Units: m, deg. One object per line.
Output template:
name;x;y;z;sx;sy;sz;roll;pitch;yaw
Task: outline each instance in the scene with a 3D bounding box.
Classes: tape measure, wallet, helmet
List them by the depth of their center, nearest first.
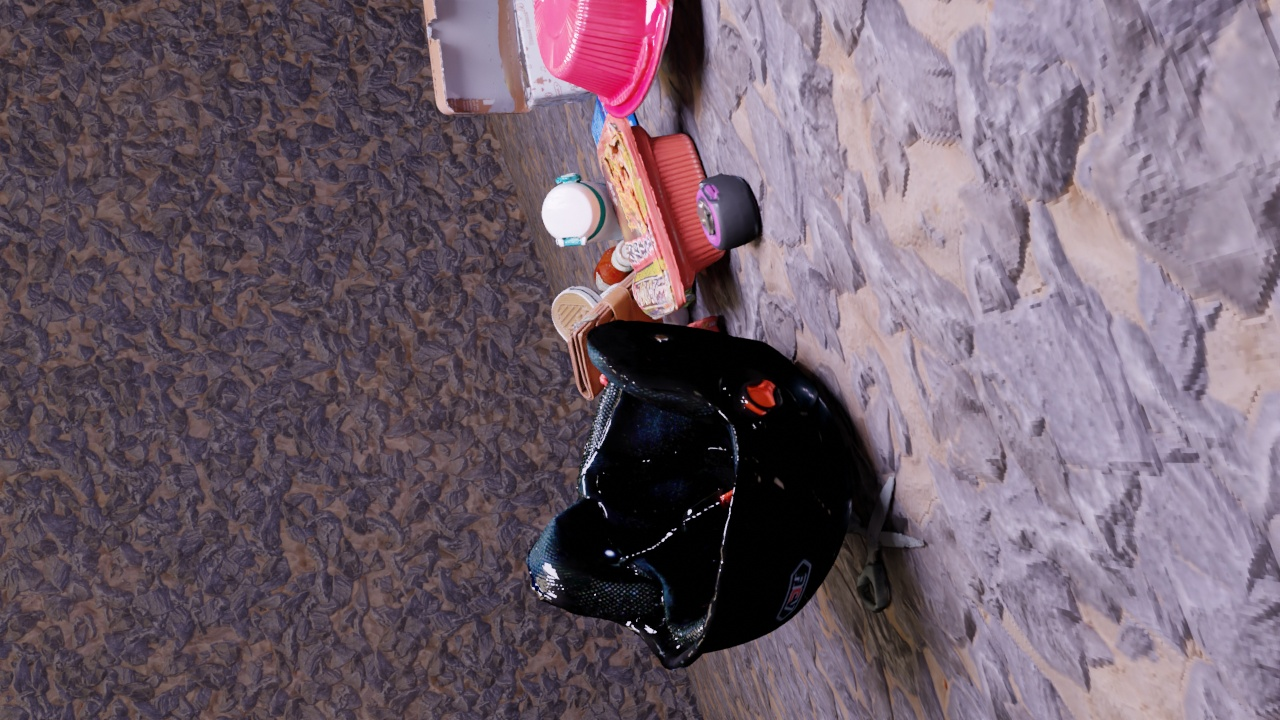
helmet;0.048;0.096;0.695;0.274;0.230;0.234;-121;39;-50
tape measure;0.067;-0.117;0.728;0.058;0.039;0.057;-124;17;-61
wallet;-0.026;-0.038;0.980;0.035;0.130;0.119;29;148;24

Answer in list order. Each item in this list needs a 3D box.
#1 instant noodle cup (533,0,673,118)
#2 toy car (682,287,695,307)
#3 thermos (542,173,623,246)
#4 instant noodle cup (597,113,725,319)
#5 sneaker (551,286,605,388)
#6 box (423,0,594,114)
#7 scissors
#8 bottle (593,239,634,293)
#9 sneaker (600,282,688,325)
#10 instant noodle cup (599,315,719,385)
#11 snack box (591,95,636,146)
instant noodle cup;-0.039;-0.293;0.729;0.194;0.065;0.194;175;90;-70
toy car;0.038;-0.093;1.000;0.091;0.036;0.043;89;162;-55
thermos;-0.049;-0.164;1.002;0.224;0.073;0.073;-36;-72;-75
instant noodle cup;0.018;-0.139;0.862;0.164;0.079;0.189;175;75;-82
sneaker;-0.006;0.006;1.092;0.241;0.119;0.087;52;-148;6
box;-0.154;-0.370;1.015;0.153;0.181;0.182;-140;40;-76
scissors;0.177;0.136;0.699;0.159;0.014;0.175;-130;24;-62
bottle;-0.027;-0.131;1.253;0.206;0.059;0.060;153;97;-81
sneaker;0.005;-0.068;1.166;0.089;0.090;0.243;41;160;-17
instant noodle cup;0.044;0.032;0.945;0.108;0.138;0.138;61;171;4
snack box;-0.029;-0.260;1.069;0.157;0.026;0.084;142;110;-81
